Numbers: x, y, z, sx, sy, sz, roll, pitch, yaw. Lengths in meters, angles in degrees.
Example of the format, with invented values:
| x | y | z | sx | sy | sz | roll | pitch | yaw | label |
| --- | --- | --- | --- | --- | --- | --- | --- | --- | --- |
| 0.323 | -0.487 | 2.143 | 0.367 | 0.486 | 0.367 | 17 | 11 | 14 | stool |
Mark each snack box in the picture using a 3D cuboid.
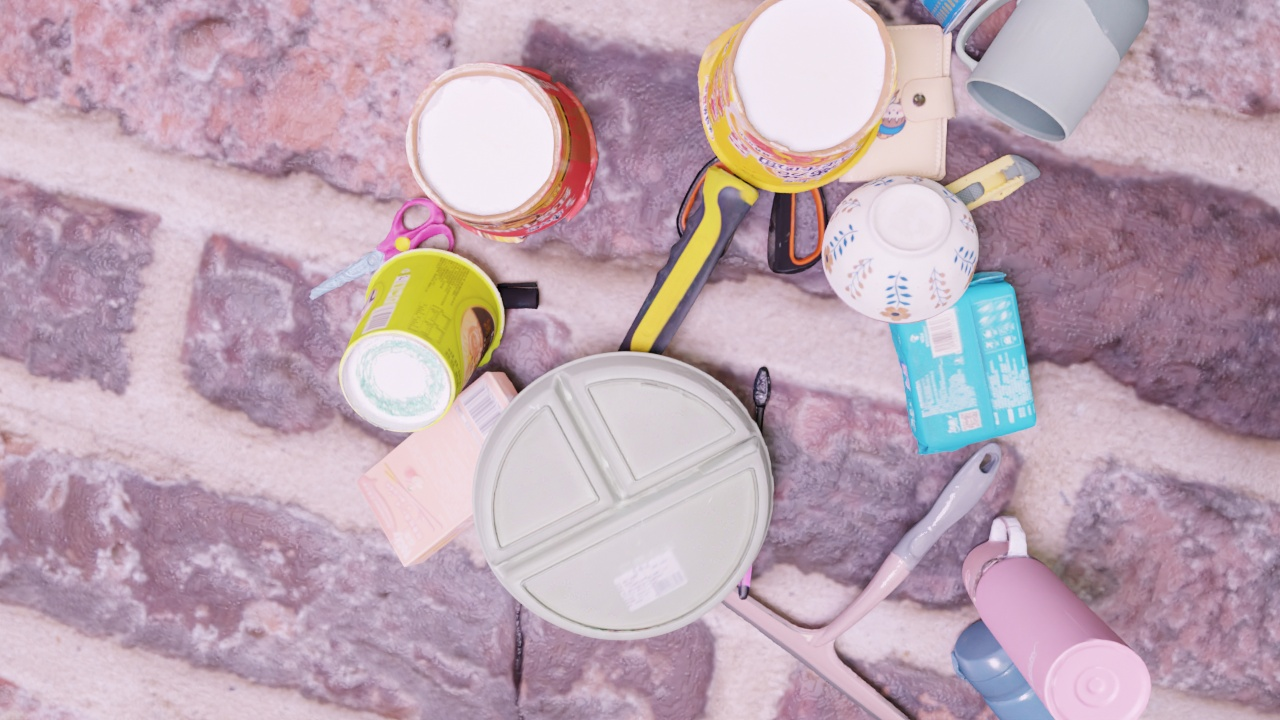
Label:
| x | y | z | sx | sy | sz | roll | pitch | yaw | label |
| --- | --- | --- | --- | --- | --- | --- | --- | --- | --- |
| -0.149 | 0.087 | 0.731 | 0.157 | 0.026 | 0.084 | -38 | 76 | 17 | snack box |

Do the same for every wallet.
| x | y | z | sx | sy | sz | roll | pitch | yaw | label |
| --- | --- | --- | --- | --- | --- | --- | --- | --- | --- |
| 0.196 | -0.195 | 0.699 | 0.087 | 0.024 | 0.115 | -1 | 97 | 2 | wallet |

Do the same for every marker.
| x | y | z | sx | sy | sz | roll | pitch | yaw | label |
| --- | --- | --- | --- | --- | --- | --- | --- | --- | --- |
| -0.148 | -0.053 | 0.738 | 0.132 | 0.020 | 0.022 | 1 | 84 | 2 | marker |

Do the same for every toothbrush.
| x | y | z | sx | sy | sz | roll | pitch | yaw | label |
| --- | --- | --- | --- | --- | --- | --- | --- | --- | --- |
| 0.091 | 0.099 | 0.737 | 0.014 | 0.017 | 0.189 | 5 | 89 | 10 | toothbrush |

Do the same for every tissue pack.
| x | y | z | sx | sy | sz | roll | pitch | yaw | label |
| --- | --- | --- | --- | --- | --- | --- | --- | --- | --- |
| 0.249 | 0.005 | 0.712 | 0.093 | 0.050 | 0.133 | -13 | 98 | 3 | tissue pack |

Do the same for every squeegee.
| x | y | z | sx | sy | sz | roll | pitch | yaw | label |
| --- | --- | --- | --- | --- | --- | --- | --- | --- | --- |
| 0.200 | 0.162 | 0.728 | 0.247 | 0.040 | 0.250 | 37 | 105 | -2 | squeegee |

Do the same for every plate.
| x | y | z | sx | sy | sz | roll | pitch | yaw | label |
| --- | --- | --- | --- | --- | --- | --- | --- | --- | --- |
| -0.011 | 0.107 | 0.687 | 0.230 | 0.027 | 0.230 | -1 | 101 | -4 | plate |

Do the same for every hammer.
| x | y | z | sx | sy | sz | roll | pitch | yaw | label |
| --- | --- | --- | --- | --- | --- | --- | --- | --- | --- |
| -0.004 | 0.004 | 0.711 | 0.126 | 0.031 | 0.324 | 33 | 102 | 12 | hammer |

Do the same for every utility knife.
| x | y | z | sx | sy | sz | roll | pitch | yaw | label |
| --- | --- | --- | --- | --- | --- | --- | --- | --- | --- |
| 0.230 | -0.115 | 0.716 | 0.166 | 0.018 | 0.031 | -29 | 90 | 11 | utility knife |

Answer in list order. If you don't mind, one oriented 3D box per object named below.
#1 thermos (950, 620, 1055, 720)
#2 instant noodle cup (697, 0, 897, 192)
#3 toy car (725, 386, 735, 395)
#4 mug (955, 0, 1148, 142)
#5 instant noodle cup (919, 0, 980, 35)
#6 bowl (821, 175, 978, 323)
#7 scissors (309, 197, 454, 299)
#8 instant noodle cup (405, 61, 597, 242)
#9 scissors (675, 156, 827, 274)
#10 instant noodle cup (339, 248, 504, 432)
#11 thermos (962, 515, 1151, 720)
| x | y | z | sx | sy | sz | roll | pitch | yaw | label |
| --- | --- | --- | --- | --- | --- | --- | --- | --- | --- |
| 0.343 | 0.305 | 0.748 | 0.070 | 0.070 | 0.220 | -41 | 94 | 7 | thermos |
| 0.111 | -0.190 | 0.639 | 0.138 | 0.109 | 0.138 | 0 | 96 | 3 | instant noodle cup |
| 0.056 | 0.080 | 0.735 | 0.053 | 0.045 | 0.120 | -3 | 91 | 2 | toy car |
| 0.291 | -0.232 | 0.666 | 0.112 | 0.082 | 0.106 | 37 | 100 | 29 | mug |
| 0.211 | -0.306 | 0.652 | 0.110 | 0.099 | 0.099 | 42 | 98 | 4 | instant noodle cup |
| 0.191 | -0.090 | 0.668 | 0.113 | 0.062 | 0.113 | -3 | 69 | 7 | bowl |
| -0.212 | -0.081 | 0.740 | 0.133 | 0.017 | 0.056 | -28 | 105 | 10 | scissors |
| -0.106 | -0.157 | 0.676 | 0.138 | 0.108 | 0.138 | 0 | 98 | 3 | instant noodle cup |
| 0.112 | -0.173 | 0.709 | 0.190 | 0.021 | 0.229 | 40 | 95 | -7 | scissors |
| -0.166 | -0.009 | 0.679 | 0.112 | 0.123 | 0.112 | 1 | 118 | 1 | instant noodle cup |
| 0.289 | 0.179 | 0.662 | 0.067 | 0.198 | 0.087 | 2 | 100 | 4 | thermos |
